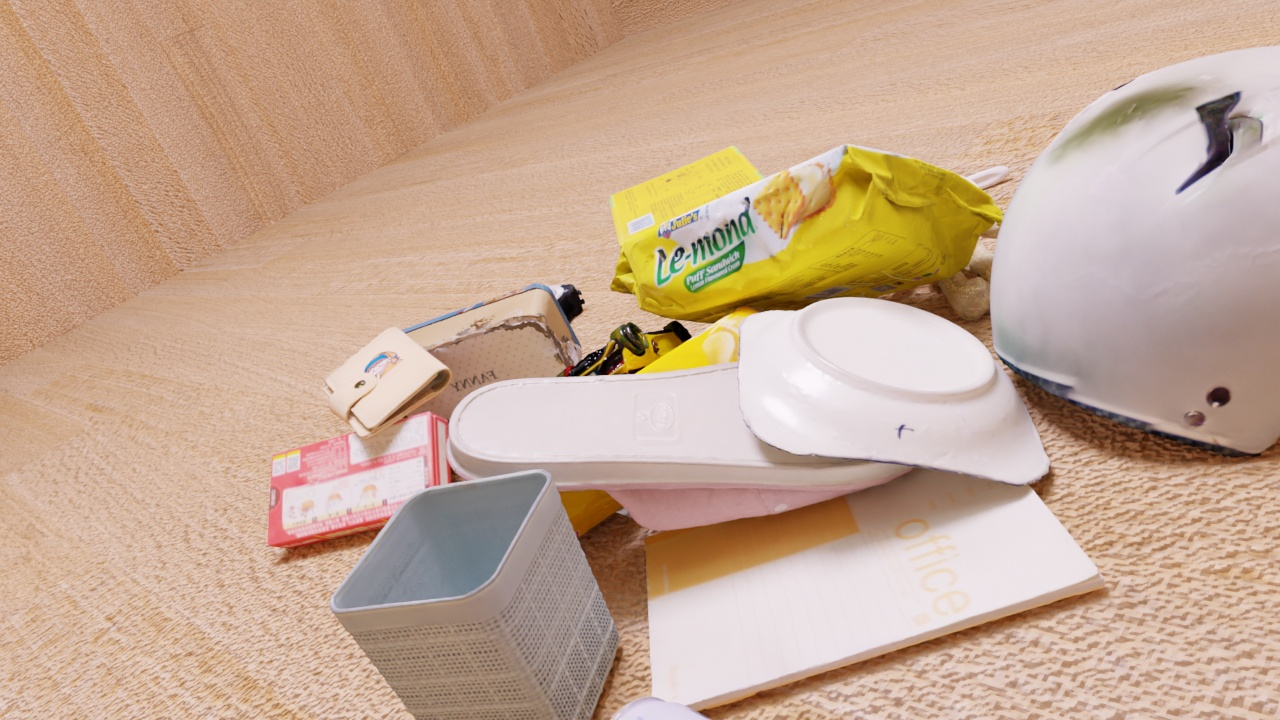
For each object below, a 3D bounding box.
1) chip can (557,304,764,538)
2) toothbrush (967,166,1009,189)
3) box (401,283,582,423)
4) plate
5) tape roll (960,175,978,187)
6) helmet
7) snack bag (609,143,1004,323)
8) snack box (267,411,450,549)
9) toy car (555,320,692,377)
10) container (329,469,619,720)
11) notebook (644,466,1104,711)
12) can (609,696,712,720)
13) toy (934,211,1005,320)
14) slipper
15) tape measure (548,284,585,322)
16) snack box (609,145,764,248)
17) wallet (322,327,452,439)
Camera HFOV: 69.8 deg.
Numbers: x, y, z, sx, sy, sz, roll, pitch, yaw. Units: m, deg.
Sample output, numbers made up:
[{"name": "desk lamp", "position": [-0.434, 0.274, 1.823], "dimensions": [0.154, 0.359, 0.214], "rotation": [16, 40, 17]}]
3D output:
[{"name": "chip can", "position": [0.005, 0.044, 0.605], "dimensions": [0.213, 0.072, 0.072], "rotation": [-33, 25, -22]}, {"name": "toothbrush", "position": [0.250, -0.143, 0.847], "dimensions": [0.180, 0.016, 0.016], "rotation": [-20, 18, 10]}, {"name": "box", "position": [-0.147, 0.003, 0.805], "dimensions": [0.184, 0.090, 0.061], "rotation": [-15, 31, 16]}, {"name": "plate", "position": [0.137, 0.003, 0.515], "dimensions": [0.164, 0.034, 0.163], "rotation": [8, 29, 1]}, {"name": "tape roll", "position": [0.253, -0.134, 0.805], "dimensions": [0.086, 0.014, 0.085], "rotation": [-17, 37, 13]}, {"name": "helmet", "position": [0.317, -0.085, 0.486], "dimensions": [0.274, 0.157, 0.230], "rotation": [-23, 24, 0]}, {"name": "snack bag", "position": [0.114, -0.076, 0.653], "dimensions": [0.157, 0.068, 0.247], "rotation": [2, -11, -40]}, {"name": "snack box", "position": [-0.217, 0.094, 0.705], "dimensions": [0.153, 0.025, 0.075], "rotation": [-16, 66, 18]}, {"name": "toy car", "position": [-0.004, 0.004, 0.685], "dimensions": [0.071, 0.041, 0.155], "rotation": [-36, -10, 24]}, {"name": "container", "position": [-0.071, 0.127, 0.444], "dimensions": [0.090, 0.111, 0.090], "rotation": [-13, 25, 24]}, {"name": "notebook", "position": [0.100, 0.101, 0.469], "dimensions": [0.206, 0.010, 0.145], "rotation": [-20, 22, 7]}, {"name": "can", "position": [0.041, 0.168, 0.329], "dimensions": [0.053, 0.053, 0.135], "rotation": [-39, 28, -32]}, {"name": "toy", "position": [0.228, -0.085, 0.684], "dimensions": [0.105, 0.066, 0.157], "rotation": [-33, 36, 12]}, {"name": "slipper", "position": [0.029, 0.048, 0.520], "dimensions": [0.274, 0.054, 0.114], "rotation": [-2, 34, -5]}, {"name": "tape measure", "position": [-0.101, -0.050, 0.945], "dimensions": [0.066, 0.033, 0.065], "rotation": [1, 31, 39]}, {"name": "snack box", "position": [0.056, -0.148, 0.964], "dimensions": [0.158, 0.070, 0.209], "rotation": [-21, 23, 4]}, {"name": "wallet", "position": [-0.208, 0.017, 0.730], "dimensions": [0.087, 0.024, 0.115], "rotation": [-41, 38, -15]}]
